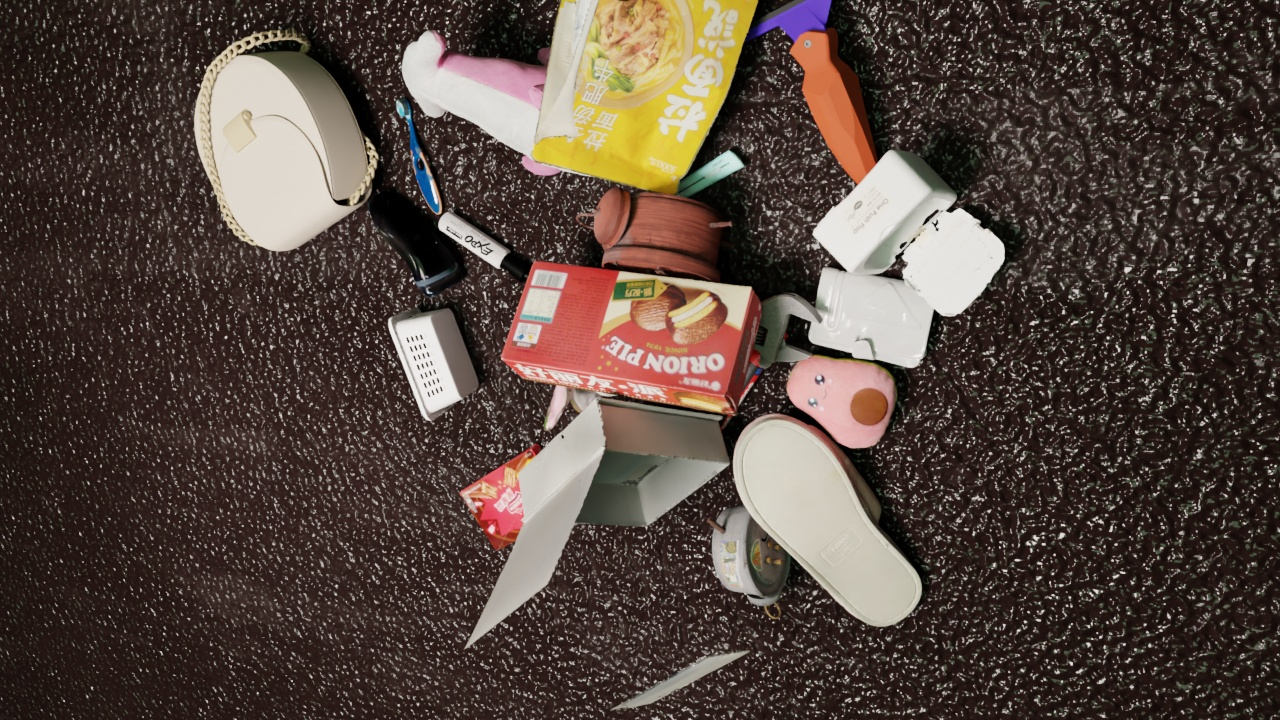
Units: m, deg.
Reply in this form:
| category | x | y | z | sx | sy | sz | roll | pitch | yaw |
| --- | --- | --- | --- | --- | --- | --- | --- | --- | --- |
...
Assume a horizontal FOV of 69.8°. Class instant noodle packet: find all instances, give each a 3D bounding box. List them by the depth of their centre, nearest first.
| category | x | y | z | sx | sy | sz | roll | pitch | yaw |
| --- | --- | --- | --- | --- | --- | --- | --- | --- | --- |
| instant noodle packet | 0.002 | -0.269 | 0.829 | 0.084 | 0.162 | 0.222 | 40 | 117 | 51 |

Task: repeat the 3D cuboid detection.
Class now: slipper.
| category | x | y | z | sx | sy | sz | roll | pitch | yaw |
| --- | --- | --- | --- | --- | --- | --- | --- | --- | --- |
| slipper | 0.193 | 0.165 | 0.953 | 0.114 | 0.054 | 0.274 | -37 | 103 | 5 |

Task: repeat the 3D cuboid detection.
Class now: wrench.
| category | x | y | z | sx | sy | sz | roll | pitch | yaw |
| --- | --- | --- | --- | --- | --- | --- | --- | --- | --- |
| wrench | 0.056 | -0.044 | 0.959 | 0.274 | 0.018 | 0.084 | 11 | 117 | 27 |

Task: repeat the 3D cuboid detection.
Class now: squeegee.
| category | x | y | z | sx | sy | sz | roll | pitch | yaw |
| --- | --- | --- | --- | --- | --- | --- | --- | --- | --- |
| squeegee | 0.178 | -0.241 | 0.839 | 0.250 | 0.055 | 0.185 | -15 | 108 | 38 |

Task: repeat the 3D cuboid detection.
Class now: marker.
| category | x | y | z | sx | sy | sz | roll | pitch | yaw |
| --- | --- | --- | --- | --- | --- | --- | --- | --- | --- |
| marker | 0.109 | 0.026 | 0.975 | 0.023 | 0.021 | 0.145 | 21 | 117 | -17 |
| marker | -0.174 | -0.127 | 1.044 | 0.126 | 0.025 | 0.025 | 34 | 116 | 10 |

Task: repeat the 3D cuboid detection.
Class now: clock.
| category | x | y | z | sx | sy | sz | roll | pitch | yaw |
| --- | --- | --- | --- | --- | --- | --- | --- | --- | --- |
| clock | 0.011 | -0.120 | 0.910 | 0.158 | 0.120 | 0.072 | 11 | 84 | 8 |
| clock | 0.125 | 0.213 | 0.986 | 0.056 | 0.103 | 0.148 | -8 | 109 | 35 |

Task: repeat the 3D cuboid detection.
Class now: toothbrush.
| category | x | y | z | sx | sy | sz | roll | pitch | yaw |
| --- | --- | --- | --- | --- | --- | --- | --- | --- | --- |
| toothbrush | -0.253 | -0.233 | 1.048 | 0.022 | 0.017 | 0.135 | -10 | 102 | 27 |

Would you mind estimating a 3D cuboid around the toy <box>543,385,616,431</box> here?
| category | x | y | z | sx | sy | sz | roll | pitch | yaw |
| --- | --- | --- | --- | --- | --- | --- | --- | --- | --- |
| toy | -0.006 | 0.006 | 0.960 | 0.206 | 0.130 | 0.105 | -10 | 97 | 25 |

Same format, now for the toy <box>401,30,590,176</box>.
| category | x | y | z | sx | sy | sz | roll | pitch | yaw |
| --- | --- | --- | --- | --- | --- | --- | --- | --- | --- |
| toy | -0.102 | -0.267 | 0.920 | 0.265 | 0.187 | 0.127 | 19 | 75 | -6 |

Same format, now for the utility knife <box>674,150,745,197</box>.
| category | x | y | z | sx | sy | sz | roll | pitch | yaw |
| --- | --- | --- | --- | --- | --- | --- | --- | --- | --- |
| utility knife | 0.049 | -0.177 | 0.941 | 0.129 | 0.015 | 0.022 | -26 | 97 | 31 |

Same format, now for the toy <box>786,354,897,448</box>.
| category | x | y | z | sx | sy | sz | roll | pitch | yaw |
| --- | --- | --- | --- | --- | --- | --- | --- | --- | --- |
| toy | 0.199 | 0.036 | 0.922 | 0.110 | 0.051 | 0.090 | 22 | 113 | 17 |

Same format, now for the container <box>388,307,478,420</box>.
| category | x | y | z | sx | sy | sz | roll | pitch | yaw |
| --- | --- | --- | --- | --- | --- | --- | --- | --- | --- |
| container | -0.240 | -0.003 | 1.085 | 0.050 | 0.080 | 0.129 | -16 | 100 | 15 |

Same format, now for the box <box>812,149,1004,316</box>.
| category | x | y | z | sx | sy | sz | roll | pitch | yaw |
| --- | --- | --- | --- | --- | --- | --- | --- | --- | --- |
| box | 0.252 | -0.102 | 0.828 | 0.109 | 0.124 | 0.136 | -46 | 69 | 28 |

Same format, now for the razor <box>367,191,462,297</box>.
| category | x | y | z | sx | sy | sz | roll | pitch | yaw |
| --- | --- | --- | --- | --- | --- | --- | --- | --- | --- |
| razor | -0.266 | -0.135 | 1.071 | 0.140 | 0.052 | 0.064 | 51 | 151 | 8 |

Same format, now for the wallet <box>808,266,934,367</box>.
| category | x | y | z | sx | sy | sz | roll | pitch | yaw |
| --- | --- | --- | --- | --- | --- | --- | --- | --- | --- |
| wallet | 0.225 | -0.042 | 0.898 | 0.116 | 0.032 | 0.086 | 10 | 108 | 20 |

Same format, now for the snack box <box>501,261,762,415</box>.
| category | x | y | z | sx | sy | sz | roll | pitch | yaw |
| --- | --- | --- | --- | --- | --- | --- | --- | --- | --- |
| snack box | -0.009 | -0.024 | 0.902 | 0.237 | 0.060 | 0.113 | 9 | 70 | 21 |

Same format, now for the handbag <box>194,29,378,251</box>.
| category | x | y | z | sx | sy | sz | roll | pitch | yaw |
| --- | --- | --- | --- | --- | --- | --- | --- | --- | --- |
| handbag | -0.418 | -0.250 | 1.076 | 0.211 | 0.103 | 0.208 | -21 | 99 | 36 |

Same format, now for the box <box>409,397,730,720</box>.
| category | x | y | z | sx | sy | sz | roll | pitch | yaw |
| --- | --- | --- | --- | --- | --- | --- | --- | --- | --- |
| box | -0.068 | 0.154 | 0.882 | 0.150 | 0.367 | 0.167 | 48 | 130 | 3 |

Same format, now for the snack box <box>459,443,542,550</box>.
| category | x | y | z | sx | sy | sz | roll | pitch | yaw |
| --- | --- | --- | --- | --- | --- | --- | --- | --- | --- |
| snack box | -0.152 | 0.170 | 1.131 | 0.133 | 0.021 | 0.089 | -33 | 91 | 28 |
